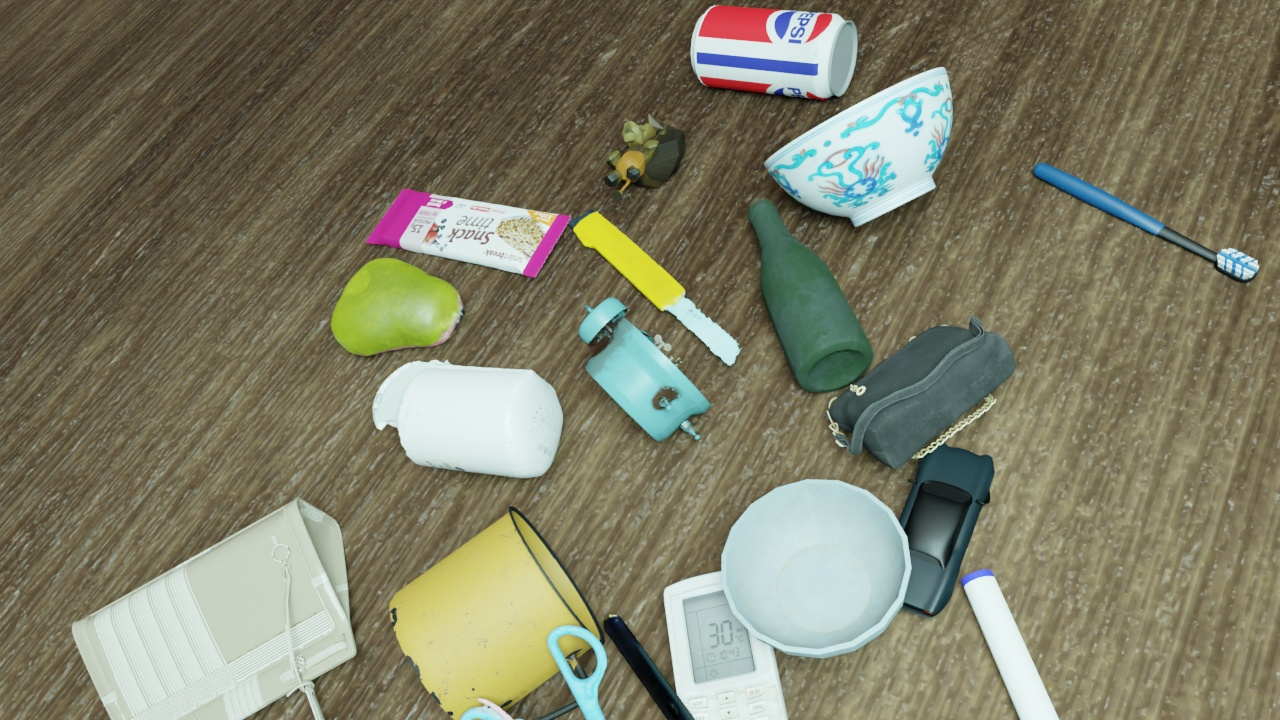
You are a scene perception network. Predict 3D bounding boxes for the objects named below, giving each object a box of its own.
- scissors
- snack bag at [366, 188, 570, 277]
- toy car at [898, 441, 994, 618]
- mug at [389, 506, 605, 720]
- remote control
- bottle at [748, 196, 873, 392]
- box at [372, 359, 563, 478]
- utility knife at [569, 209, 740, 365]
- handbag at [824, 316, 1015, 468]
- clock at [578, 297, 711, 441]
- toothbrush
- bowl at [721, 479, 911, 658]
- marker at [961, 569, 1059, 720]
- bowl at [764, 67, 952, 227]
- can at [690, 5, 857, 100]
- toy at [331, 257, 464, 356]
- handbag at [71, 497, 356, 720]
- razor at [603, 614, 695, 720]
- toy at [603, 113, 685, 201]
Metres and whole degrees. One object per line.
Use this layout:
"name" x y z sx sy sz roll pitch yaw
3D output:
"scissors" -0.025 0.204 0.512 0.140 0.015 0.111 24 88 -6
"snack bag" -0.159 -0.118 0.827 0.197 0.016 0.070 14 64 28
"toy car" 0.177 0.099 0.550 0.046 0.034 0.112 17 63 28
"mug" -0.082 0.166 0.554 0.094 0.100 0.123 -35 60 -5
"remote control" 0.051 0.190 0.535 0.060 0.025 0.138 -15 53 9
"bottle" 0.112 -0.058 0.670 0.055 0.055 0.174 -20 51 4
"box" -0.130 0.038 0.673 0.143 0.080 0.089 1 73 21
"utility knife" 0.007 -0.063 0.732 0.030 0.019 0.223 -41 49 -4
"handbag" 0.176 0.015 0.592 0.128 0.054 0.079 -36 22 -9
"clock" -0.004 0.004 0.646 0.053 0.090 0.124 -44 54 -2
"toothbrush" 0.349 -0.101 0.644 0.014 0.014 0.168 -47 55 -1
"bowl" 0.103 0.124 0.529 0.106 0.039 0.106 -12 49 14
"marker" 0.210 0.181 0.493 0.020 0.020 0.141 -18 53 6
"bowl" 0.173 -0.147 0.684 0.144 0.144 0.074 -27 92 0
"can" 0.116 -0.271 0.806 0.132 0.070 0.070 16 63 27
"toy" -0.202 -0.042 0.768 0.110 0.051 0.089 11 63 22
"handbag" -0.268 0.223 0.616 0.175 0.062 0.198 -30 61 -2
"razor" 0.016 0.193 0.521 0.042 0.022 0.144 -33 34 -12
"toy" -0.002 -0.169 0.778 0.076 0.062 0.099 -8 34 36
